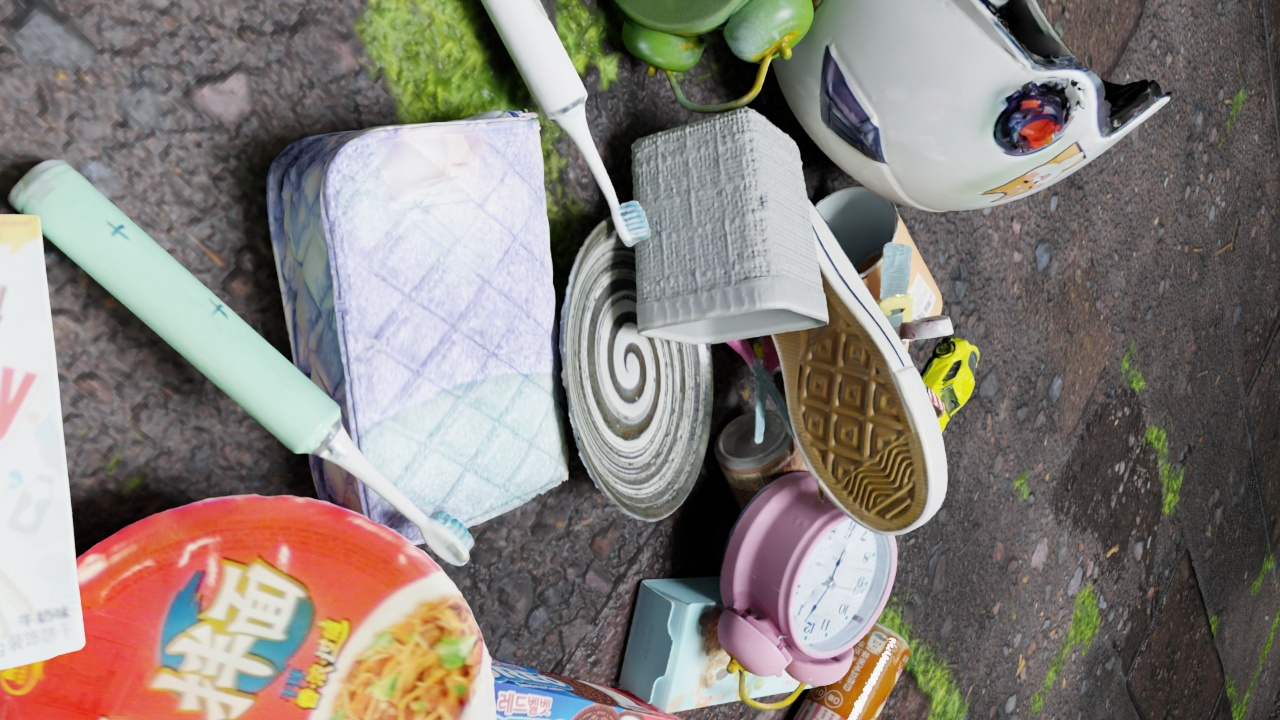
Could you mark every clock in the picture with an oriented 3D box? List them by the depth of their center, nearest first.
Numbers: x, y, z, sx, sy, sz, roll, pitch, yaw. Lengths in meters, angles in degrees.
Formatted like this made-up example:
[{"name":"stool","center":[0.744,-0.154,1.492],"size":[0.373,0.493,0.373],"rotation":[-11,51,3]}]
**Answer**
[{"name":"clock","center":[0.037,-0.216,0.491],"size":[0.056,0.116,0.161],"rotation":[-15,107,-50]},{"name":"clock","center":[0.106,0.154,0.602],"size":[0.117,0.060,0.158],"rotation":[25,88,-39]}]

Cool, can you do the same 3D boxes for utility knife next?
[{"name":"utility knife","center":[0.180,-0.029,0.662],"size":[0.221,0.031,0.022],"rotation":[67,10,-58]}]

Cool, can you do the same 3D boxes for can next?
[{"name":"can","center":[0.098,0.094,0.655],"size":[0.058,0.059,0.116],"rotation":[-44,126,-26]},{"name":"can","center":[0.168,0.289,0.765],"size":[0.147,0.058,0.058],"rotation":[-55,130,-18]}]

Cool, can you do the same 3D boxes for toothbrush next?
[{"name":"toothbrush","center":[-0.152,0.007,0.367],"size":[0.224,0.027,0.026],"rotation":[44,112,-10]},{"name":"toothbrush","center":[-0.051,-0.154,0.462],"size":[0.221,0.026,0.026],"rotation":[61,26,-23]}]

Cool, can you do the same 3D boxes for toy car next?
[{"name":"toy car","center":[0.269,0.029,0.812],"size":[0.105,0.032,0.048],"rotation":[-53,130,-17]}]

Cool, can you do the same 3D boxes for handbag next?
[{"name":"handbag","center":[-0.099,-0.019,0.443],"size":[0.133,0.076,0.194],"rotation":[-18,113,-43]}]

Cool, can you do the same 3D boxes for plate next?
[{"name":"plate","center":[-0.003,0.003,0.537],"size":[0.179,0.024,0.179],"rotation":[15,73,-59]}]

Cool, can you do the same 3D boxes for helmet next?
[{"name":"helmet","center":[0.176,-0.185,0.580],"size":[0.273,0.230,0.157],"rotation":[2,140,-41]}]

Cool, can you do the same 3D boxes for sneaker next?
[{"name":"sneaker","center":[0.133,-0.009,0.581],"size":[0.087,0.119,0.241],"rotation":[-2,61,-42]}]

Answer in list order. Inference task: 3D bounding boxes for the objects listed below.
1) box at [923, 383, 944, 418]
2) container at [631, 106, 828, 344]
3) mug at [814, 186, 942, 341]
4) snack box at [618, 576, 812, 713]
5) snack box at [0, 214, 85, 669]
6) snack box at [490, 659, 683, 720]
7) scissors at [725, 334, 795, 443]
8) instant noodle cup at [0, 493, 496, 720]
[{"name":"box","center":[0.178,0.023,0.707],"size":[0.163,0.075,0.083],"rotation":[25,96,-40]},{"name":"container","center":[0.049,-0.074,0.529],"size":[0.090,0.090,0.114],"rotation":[8,75,-60]},{"name":"mug","center":[0.176,-0.063,0.680],"size":[0.122,0.078,0.078],"rotation":[34,77,-45]},{"name":"snack box","center":[0.068,0.198,0.658],"size":[0.174,0.052,0.074],"rotation":[10,92,-42]},{"name":"snack box","center":[-0.243,0.029,0.307],"size":[0.084,0.027,0.157],"rotation":[-6,91,-37]},{"name":"snack box","center":[-0.059,0.220,0.546],"size":[0.207,0.057,0.058],"rotation":[31,76,-41]},{"name":"scissors","center":[0.077,0.003,0.608],"size":[0.130,0.017,0.133],"rotation":[45,34,-23]},{"name":"instant noodle cup","center":[-0.163,0.145,0.397],"size":[0.193,0.066,0.194],"rotation":[-2,97,-15]}]
